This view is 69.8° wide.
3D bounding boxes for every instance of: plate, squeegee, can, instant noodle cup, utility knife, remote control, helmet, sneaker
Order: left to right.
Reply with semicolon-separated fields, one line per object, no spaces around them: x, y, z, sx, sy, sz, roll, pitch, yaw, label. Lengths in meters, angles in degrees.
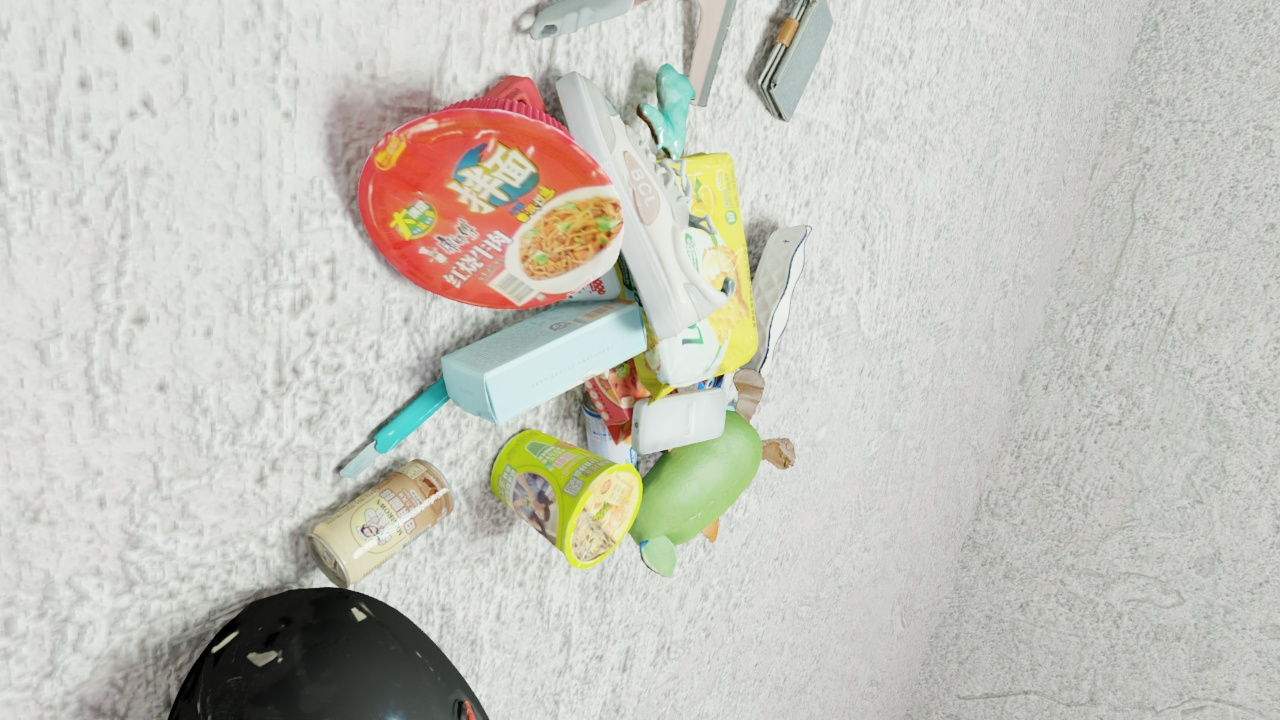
-0.234;0.303;0.678;0.233;0.275;0.230;-31;110;-12;helmet
-0.218;0.136;0.776;0.116;0.058;0.059;-36;138;-37;can
-0.188;0.038;0.796;0.186;0.013;0.029;-46;139;-30;utility knife
-0.108;-0.124;0.687;0.194;0.194;0.065;70;16;-48;instant noodle cup
-0.080;0.127;0.908;0.111;0.123;0.112;-35;138;-39;instant noodle cup
-0.032;0.092;1.018;0.053;0.053;0.135;-39;139;-35;can
-0.006;-0.313;0.803;0.248;0.040;0.248;-28;150;-36;squeegee
0.008;-0.142;0.792;0.091;0.089;0.242;-25;100;0;sneaker
0.041;0.061;0.950;0.135;0.020;0.056;-8;104;-46;remote control
0.163;-0.073;1.142;0.204;0.045;0.205;19;89;-78;plate

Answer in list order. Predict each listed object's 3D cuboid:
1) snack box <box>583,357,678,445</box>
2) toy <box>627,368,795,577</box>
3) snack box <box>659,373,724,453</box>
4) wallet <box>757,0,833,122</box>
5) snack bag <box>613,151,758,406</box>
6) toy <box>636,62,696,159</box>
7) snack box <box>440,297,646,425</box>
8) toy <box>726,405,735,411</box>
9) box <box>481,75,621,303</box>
-0.006;0.006;0.951;0.113;0.044;0.127;-35;102;-40;snack box
0.072;0.127;1.054;0.246;0.090;0.227;-38;126;-24;toy
0.063;0.013;1.100;0.057;0.058;0.208;-5;115;-51;snack box
0.174;-0.350;1.039;0.129;0.037;0.106;-65;158;1;wallet
0.039;-0.092;0.921;0.157;0.068;0.246;-18;102;-45;snack bag
0.026;-0.232;0.852;0.096;0.030;0.092;21;70;-57;toy
-0.083;-0.006;0.818;0.174;0.074;0.052;-27;117;-33;snack box
0.100;0.105;1.220;0.161;0.050;0.156;-54;148;-25;toy
-0.070;-0.130;0.776;0.095;0.098;0.201;-50;145;-22;box
